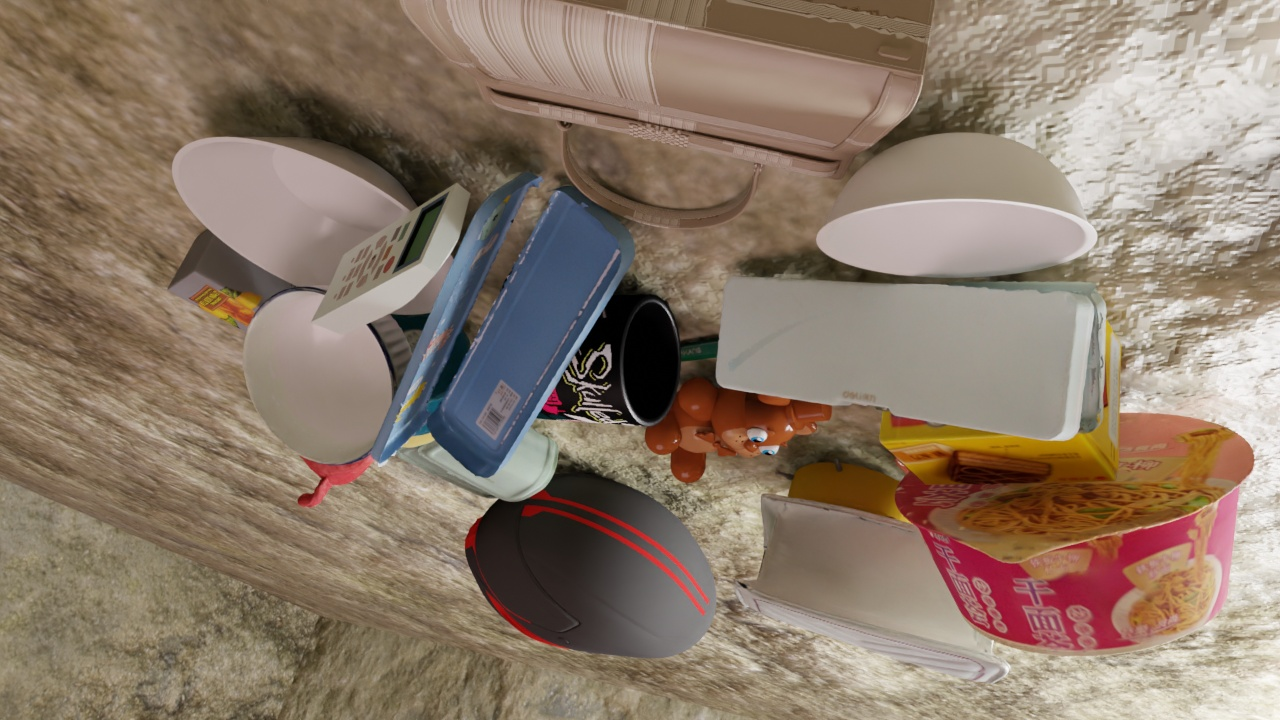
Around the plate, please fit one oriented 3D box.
[{"bbox_3d":[-0.187,-0.090,0.555,0.174,0.036,0.174,14,155,6],"label":"plate"}]

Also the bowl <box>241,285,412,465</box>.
[{"bbox_3d":[-0.195,0.004,0.609,0.118,0.118,0.062,7,-163,19],"label":"bowl"}]

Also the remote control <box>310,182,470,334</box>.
[{"bbox_3d":[-0.135,-0.049,0.502,0.024,0.049,0.144,33,150,-31],"label":"remote control"}]

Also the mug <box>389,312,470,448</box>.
[{"bbox_3d":[-0.187,0.023,0.702,0.083,0.113,0.107,52,152,4],"label":"mug"}]

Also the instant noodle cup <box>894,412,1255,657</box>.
[{"bbox_3d":[0.238,0.095,0.506,0.179,0.178,0.078,-8,103,41],"label":"instant noodle cup"}]

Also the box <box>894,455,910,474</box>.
[{"bbox_3d":[0.238,0.089,0.681,0.058,0.062,0.188,29,171,42],"label":"box"}]

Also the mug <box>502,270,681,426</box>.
[{"bbox_3d":[-0.041,-0.015,0.581,0.098,0.081,0.118,2,133,29],"label":"mug"}]

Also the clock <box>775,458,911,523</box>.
[{"bbox_3d":[0.189,0.134,0.774,0.152,0.051,0.114,33,151,-22],"label":"clock"}]

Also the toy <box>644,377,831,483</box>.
[{"bbox_3d":[0.071,0.047,0.651,0.128,0.065,0.095,-8,148,32],"label":"toy"}]

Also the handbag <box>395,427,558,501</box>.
[{"bbox_3d":[-0.154,0.079,0.849,0.121,0.067,0.106,35,148,-33],"label":"handbag"}]

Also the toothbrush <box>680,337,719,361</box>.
[{"bbox_3d":[-0.004,0.004,0.660,0.190,0.017,0.016,-10,144,44],"label":"toothbrush"}]

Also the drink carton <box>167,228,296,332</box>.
[{"bbox_3d":[-0.272,-0.046,0.682,0.124,0.048,0.076,34,150,-33],"label":"drink carton"}]

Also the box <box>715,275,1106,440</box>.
[{"bbox_3d":[0.124,-0.009,0.463,0.199,0.065,0.083,6,117,46],"label":"box"}]

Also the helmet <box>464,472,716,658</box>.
[{"bbox_3d":[-0.047,0.199,0.915,0.265,0.163,0.170,26,144,3],"label":"helmet"}]

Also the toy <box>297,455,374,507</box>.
[{"bbox_3d":[-0.271,0.085,0.870,0.088,0.132,0.094,19,166,20],"label":"toy"}]

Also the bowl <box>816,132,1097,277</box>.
[{"bbox_3d":[0.131,-0.069,0.387,0.110,0.040,0.110,5,171,1],"label":"bowl"}]

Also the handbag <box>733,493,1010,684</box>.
[{"bbox_3d":[0.180,0.172,0.700,0.199,0.096,0.142,12,160,16],"label":"handbag"}]

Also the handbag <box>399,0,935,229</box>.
[{"bbox_3d":[0.009,-0.104,0.398,0.176,0.062,0.198,13,163,3],"label":"handbag"}]

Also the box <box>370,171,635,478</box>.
[{"bbox_3d":[-0.082,-0.003,0.525,0.074,0.077,0.210,37,125,6],"label":"box"}]

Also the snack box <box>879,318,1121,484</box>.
[{"bbox_3d":[0.191,0.016,0.489,0.106,0.083,0.061,-8,148,41],"label":"snack box"}]
